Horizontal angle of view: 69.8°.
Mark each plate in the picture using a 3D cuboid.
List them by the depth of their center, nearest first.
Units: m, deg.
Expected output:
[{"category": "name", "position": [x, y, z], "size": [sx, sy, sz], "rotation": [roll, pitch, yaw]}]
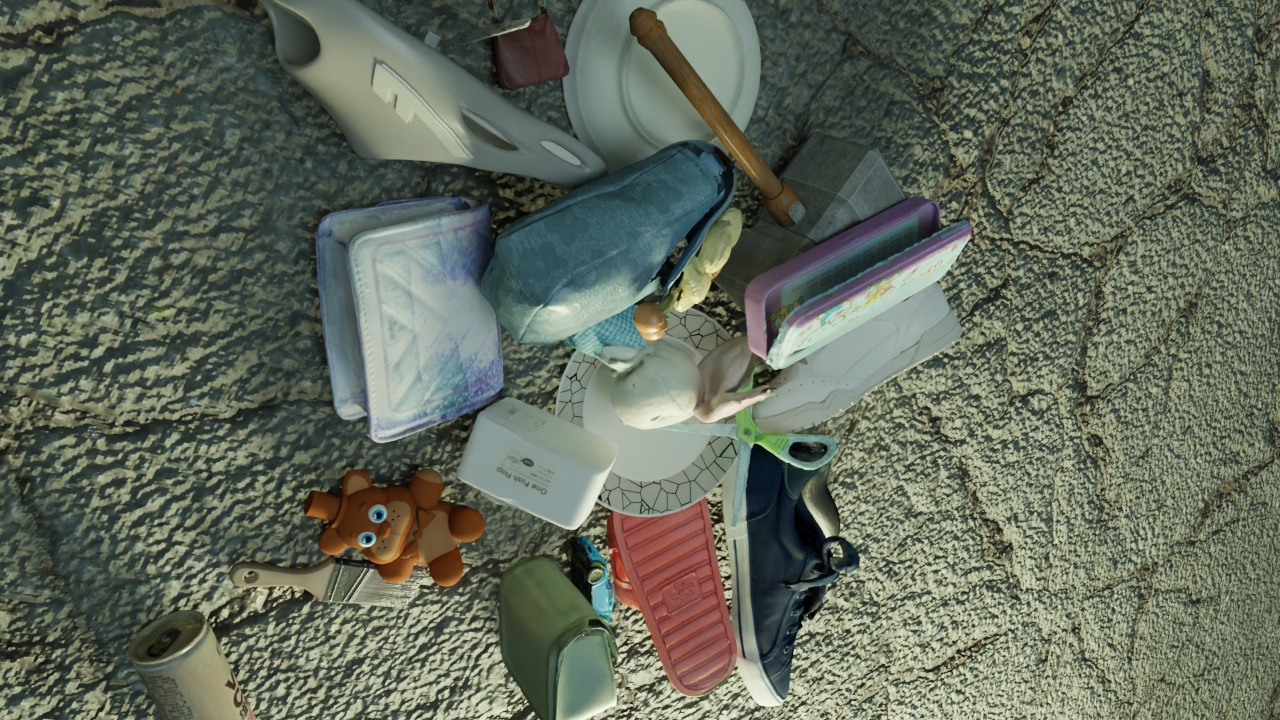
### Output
[{"category": "plate", "position": [0.027, -0.224, 0.720], "size": [0.182, 0.034, 0.182], "rotation": [-12, 114, -28]}, {"category": "plate", "position": [0.012, 0.043, 0.808], "size": [0.188, 0.016, 0.188], "rotation": [-3, 98, -23]}]

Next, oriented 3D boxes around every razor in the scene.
[{"category": "razor", "position": [0.181, 0.133, 0.946], "size": [0.063, 0.053, 0.140], "rotation": [-36, 125, -17]}]

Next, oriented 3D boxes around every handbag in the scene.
[{"category": "handbag", "position": [-0.087, -0.256, 0.646], "size": [0.055, 0.029, 0.120], "rotation": [-22, 114, -25]}, {"category": "handbag", "position": [-0.010, -0.070, 0.646], "size": [0.191, 0.122, 0.118], "rotation": [-31, 82, -28]}, {"category": "handbag", "position": [-0.161, -0.034, 0.664], "size": [0.126, 0.069, 0.159], "rotation": [-20, 119, -40]}, {"category": "handbag", "position": [-0.070, 0.241, 0.789], "size": [0.067, 0.122, 0.106], "rotation": [-12, 114, -28]}]

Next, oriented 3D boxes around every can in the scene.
[{"category": "can", "position": [-0.324, 0.253, 0.680], "size": [0.054, 0.054, 0.136], "rotation": [-22, 118, -23]}]

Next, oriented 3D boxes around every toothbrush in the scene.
[{"category": "toothbrush", "position": [-0.107, -0.199, 0.557], "size": [0.010, 0.182, 0.010], "rotation": [23, 90, -33]}]

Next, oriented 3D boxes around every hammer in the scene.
[{"category": "hammer", "position": [0.084, -0.160, 0.723], "size": [0.162, 0.083, 0.317], "rotation": [-54, 134, -3]}]

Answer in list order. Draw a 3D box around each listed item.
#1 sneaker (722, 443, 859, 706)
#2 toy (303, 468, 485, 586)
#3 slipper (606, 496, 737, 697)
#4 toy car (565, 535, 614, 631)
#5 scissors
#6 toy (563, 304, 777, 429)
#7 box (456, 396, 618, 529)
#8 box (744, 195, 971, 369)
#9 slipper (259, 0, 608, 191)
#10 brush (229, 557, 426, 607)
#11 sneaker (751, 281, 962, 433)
[{"category": "sneaker", "position": [0.152, 0.216, 0.893], "size": [0.120, 0.127, 0.295], "rotation": [-52, 140, -62]}, {"category": "toy", "position": [-0.191, 0.126, 0.708], "size": [0.127, 0.065, 0.095], "rotation": [22, 90, -30]}, {"category": "slipper", "position": [0.024, 0.197, 0.868], "size": [0.103, 0.059, 0.249], "rotation": [-20, 103, -22]}, {"category": "toy car", "position": [-0.044, 0.207, 0.837], "size": [0.032, 0.048, 0.105], "rotation": [-14, 115, -26]}, {"category": "scissors", "position": [0.094, 0.063, 0.811], "size": [0.172, 0.021, 0.171], "rotation": [6, 88, -15]}, {"category": "toy", "position": [-0.004, 0.004, 0.738], "size": [0.205, 0.131, 0.106], "rotation": [24, 107, -13]}, {"category": "box", "position": [-0.086, 0.093, 0.722], "size": [0.107, 0.102, 0.091], "rotation": [26, 99, 3]}, {"category": "box", "position": [0.181, -0.063, 0.760], "size": [0.213, 0.065, 0.078], "rotation": [-28, 141, -25]}, {"category": "slipper", "position": [-0.139, -0.156, 0.606], "size": [0.265, 0.113, 0.080], "rotation": [24, 97, -42]}, {"category": "brush", "position": [-0.244, 0.173, 0.723], "size": [0.151, 0.012, 0.039], "rotation": [16, 100, -35]}, {"category": "sneaker", "position": [0.187, -0.019, 0.879], "size": [0.236, 0.090, 0.104], "rotation": [-29, 98, -8]}]
